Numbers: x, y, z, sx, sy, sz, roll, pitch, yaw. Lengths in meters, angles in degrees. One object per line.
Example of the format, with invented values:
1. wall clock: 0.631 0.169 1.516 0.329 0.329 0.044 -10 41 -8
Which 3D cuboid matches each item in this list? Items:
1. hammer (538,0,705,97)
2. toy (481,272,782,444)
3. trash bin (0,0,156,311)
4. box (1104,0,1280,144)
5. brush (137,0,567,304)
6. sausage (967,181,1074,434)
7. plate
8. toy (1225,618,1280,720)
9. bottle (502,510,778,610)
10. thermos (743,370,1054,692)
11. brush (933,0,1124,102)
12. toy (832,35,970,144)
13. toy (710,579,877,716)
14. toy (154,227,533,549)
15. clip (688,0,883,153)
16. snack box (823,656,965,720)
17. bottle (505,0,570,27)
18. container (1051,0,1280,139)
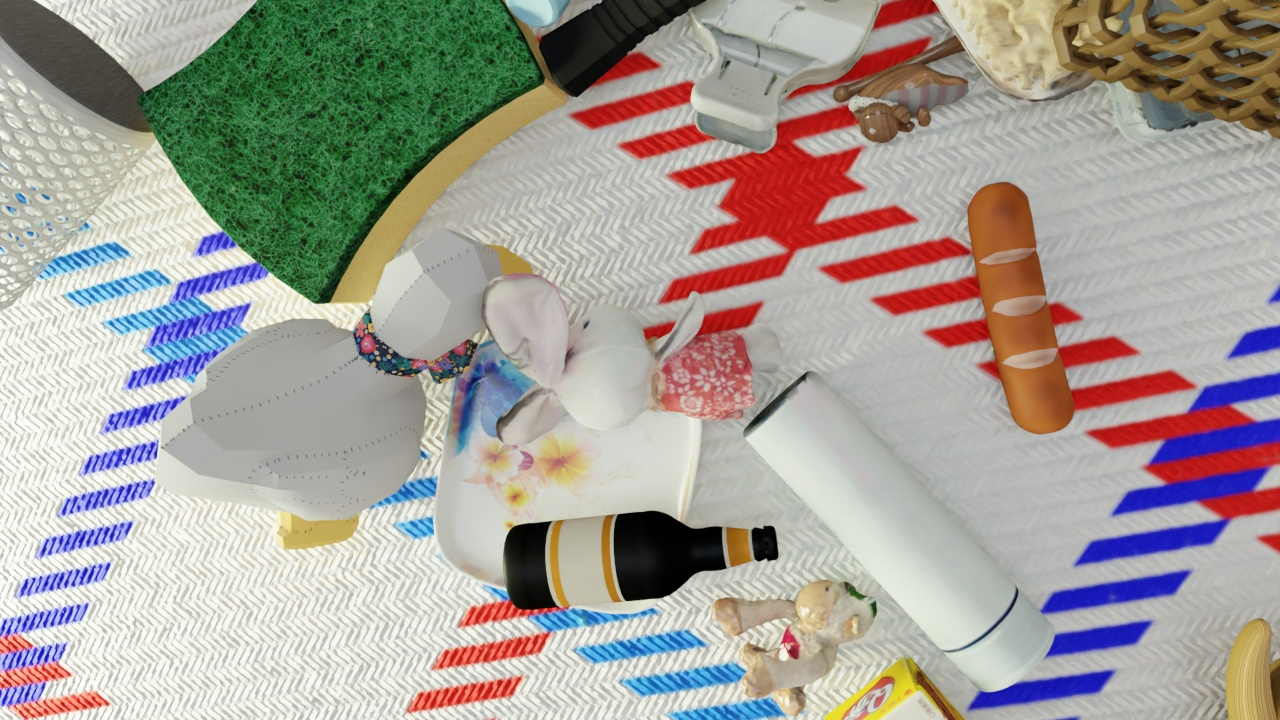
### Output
1. hammer: 0.077 -0.268 0.550 0.329 0.039 0.131 -30 72 21
2. toy: -0.004 0.003 0.594 0.194 0.084 0.159 -5 138 -3
3. trash bin: -0.465 -0.152 0.658 0.183 0.156 0.156 -42 86 7
4. box: 0.352 -0.251 0.561 0.192 0.061 0.210 -17 92 -8
5. brush: -0.200 -0.184 0.646 0.250 0.075 0.195 -43 86 10
6. sausage: 0.244 -0.034 0.593 0.039 0.044 0.164 -13 92 0
7. plate: -0.054 0.083 0.668 0.187 0.016 0.187 11 96 9
8. toy: 0.406 0.268 0.536 0.198 0.162 0.204 31 109 9
9. bottle: 0.002 0.132 0.622 0.182 0.059 0.059 -8 92 10
10. thermos: 0.168 0.111 0.606 0.068 0.068 0.230 -44 86 10
11. brush: 0.194 -0.275 0.553 0.083 0.056 0.271 -28 75 12
12. toy: 0.179 -0.178 0.597 0.102 0.041 0.054 -20 68 19
13. toy: 0.112 0.186 0.617 0.106 0.085 0.074 -29 110 1
14. toy: -0.196 0.020 0.601 0.141 0.246 0.268 51 127 10
15. clip: 0.084 -0.215 0.605 0.125 0.074 0.143 23 87 10
16. snack box: 0.186 0.271 0.616 0.084 0.061 0.106 -42 86 10
17. bottle: -0.046 -0.276 0.606 0.040 0.040 0.129 20 64 8
18. container: 0.379 -0.238 0.412 0.251 0.214 0.219 10 89 -17
